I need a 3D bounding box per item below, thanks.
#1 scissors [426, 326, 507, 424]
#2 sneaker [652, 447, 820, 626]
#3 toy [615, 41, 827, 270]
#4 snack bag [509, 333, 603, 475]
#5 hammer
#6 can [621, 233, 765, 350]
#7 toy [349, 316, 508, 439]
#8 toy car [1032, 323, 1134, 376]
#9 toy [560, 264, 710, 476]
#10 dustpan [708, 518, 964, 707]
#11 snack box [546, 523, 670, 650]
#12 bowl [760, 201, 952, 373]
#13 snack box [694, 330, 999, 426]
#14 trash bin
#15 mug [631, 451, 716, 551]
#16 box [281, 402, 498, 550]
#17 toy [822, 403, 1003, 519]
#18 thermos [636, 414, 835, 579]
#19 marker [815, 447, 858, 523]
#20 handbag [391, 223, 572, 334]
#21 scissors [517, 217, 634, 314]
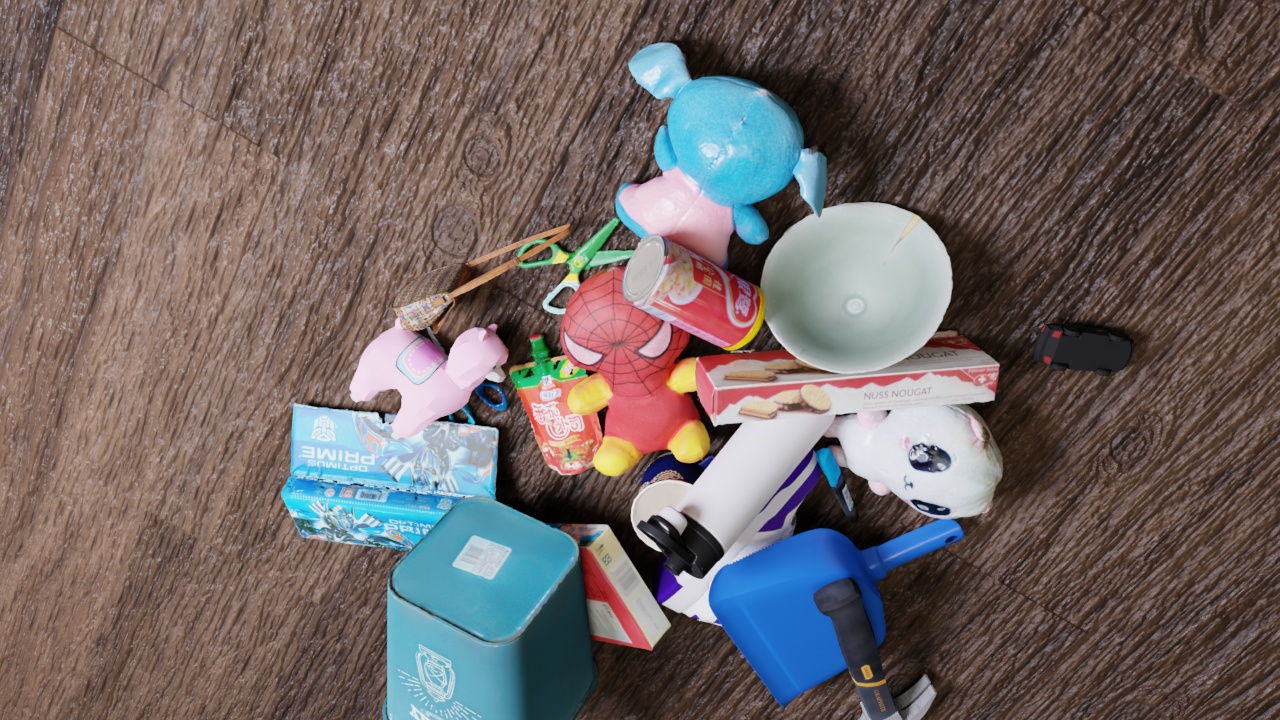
[{"bbox_3d":[-0.194,0.010,0.991,0.083,0.016,0.135,-21,103,21],"label":"scissors"},{"bbox_3d":[0.126,0.197,0.979,0.111,0.091,0.245,35,112,-14],"label":"sneaker"},{"bbox_3d":[0.055,-0.176,0.836,0.224,0.098,0.192,38,124,0],"label":"toy"},{"bbox_3d":[-0.087,0.044,0.977,0.087,0.044,0.155,-10,105,22],"label":"snack bag"},{"bbox_3d":[0.233,0.328,0.978,0.139,0.035,0.313,-24,131,3],"label":"hammer"},{"bbox_3d":[0.049,-0.060,0.835,0.124,0.066,0.067,23,117,-31],"label":"can"},{"bbox_3d":[-0.217,0.008,0.953,0.123,0.067,0.158,45,108,-2],"label":"toy"},{"bbox_3d":[0.420,-0.013,0.872,0.091,0.036,0.042,7,115,-5],"label":"toy car"},{"bbox_3d":[-0.005,0.005,0.911,0.147,0.098,0.216,-12,112,1],"label":"toy"},{"bbox_3d":[0.224,0.244,0.964,0.258,0.059,0.246,-25,130,8],"label":"dustpan"},{"bbox_3d":[-0.056,0.247,1.013,0.145,0.040,0.142,-10,115,49],"label":"snack box"},{"bbox_3d":[0.203,-0.059,0.864,0.174,0.068,0.174,-5,67,13],"label":"bowl"},{"bbox_3d":[0.191,0.014,0.855,0.273,0.076,0.044,-5,114,-8],"label":"snack box"},{"bbox_3d":[-0.157,0.282,0.955,0.197,0.198,0.219,20,131,19],"label":"trash bin"},{"bbox_3d":[0.047,0.133,0.960,0.085,0.089,0.112,38,113,-8],"label":"mug"},{"bbox_3d":[-0.278,0.147,1.027,0.243,0.060,0.176,6,117,6],"label":"box"},{"bbox_3d":[0.267,0.090,0.913,0.180,0.101,0.139,5,128,27],"label":"toy"},{"bbox_3d":[0.094,0.102,0.875,0.068,0.229,0.101,24,153,41],"label":"thermos"},{"bbox_3d":[0.206,0.131,0.954,0.015,0.018,0.123,6,142,37],"label":"marker"},{"bbox_3d":[-0.150,-0.085,0.905,0.196,0.093,0.043,-24,113,12],"label":"handbag"},{"bbox_3d":[-0.058,-0.091,0.925,0.132,0.012,0.108,-5,113,12],"label":"scissors"}]
